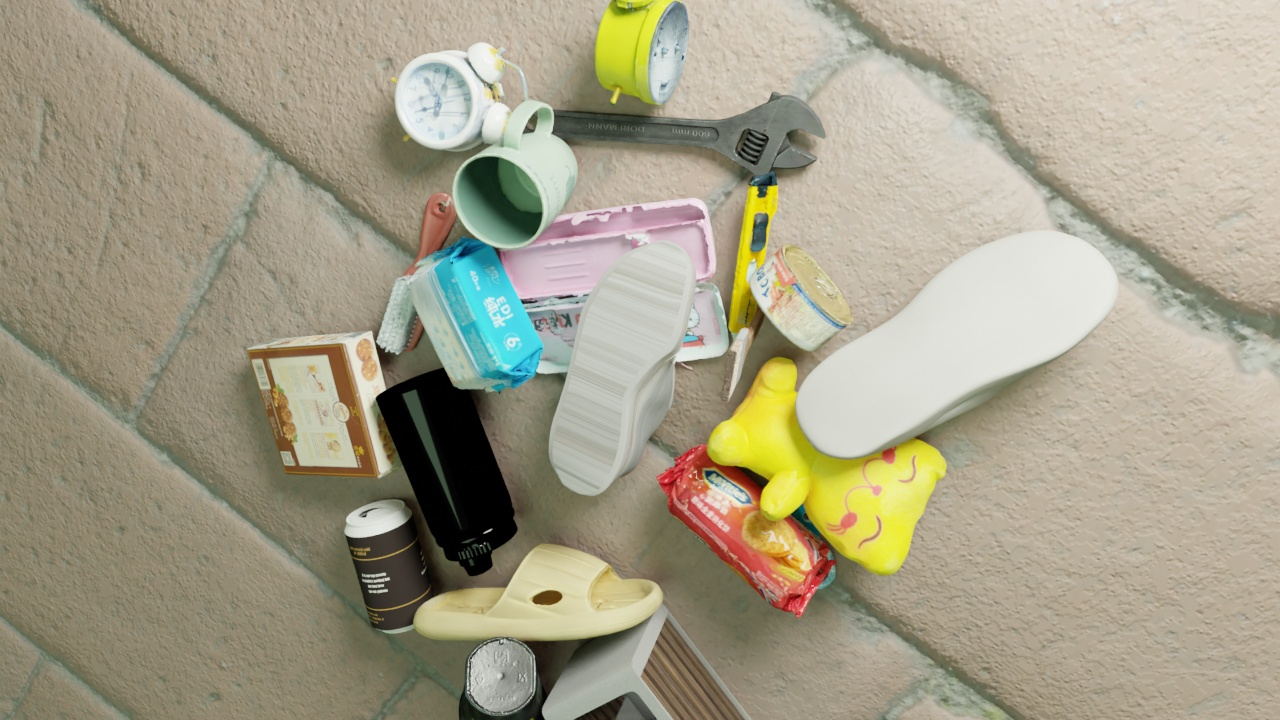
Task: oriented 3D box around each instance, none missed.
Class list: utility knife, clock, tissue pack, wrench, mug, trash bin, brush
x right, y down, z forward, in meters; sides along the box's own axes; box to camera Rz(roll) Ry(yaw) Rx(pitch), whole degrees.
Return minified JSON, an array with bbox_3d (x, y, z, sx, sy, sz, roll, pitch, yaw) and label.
[{"bbox_3d":[0.097,-0.085,0.796,0.030,0.017,0.159,-4,120,-19],"label":"utility knife"},{"bbox_3d":[-0.158,-0.233,0.816,0.125,0.051,0.089,-6,104,15],"label":"clock"},{"bbox_3d":[-0.151,-0.037,0.846,0.093,0.061,0.144,-17,101,47],"label":"tissue pack"},{"bbox_3d":[0.021,-0.198,0.789,0.273,0.018,0.073,8,118,16],"label":"wrench"},{"bbox_3d":[-0.098,-0.165,0.781,0.084,0.103,0.111,18,124,10],"label":"mug"},{"bbox_3d":[0.029,0.383,0.920,0.115,0.114,0.229,-35,95,23],"label":"trash bin"},{"bbox_3d":[0.089,-0.017,0.760,0.008,0.142,0.045,14,119,13],"label":"brush"},{"bbox_3d":[0.005,-0.266,0.740,0.057,0.083,0.119,18,113,17],"label":"clock"},{"bbox_3d":[-0.218,-0.082,0.892,0.041,0.030,0.173,27,112,7],"label":"brush"}]

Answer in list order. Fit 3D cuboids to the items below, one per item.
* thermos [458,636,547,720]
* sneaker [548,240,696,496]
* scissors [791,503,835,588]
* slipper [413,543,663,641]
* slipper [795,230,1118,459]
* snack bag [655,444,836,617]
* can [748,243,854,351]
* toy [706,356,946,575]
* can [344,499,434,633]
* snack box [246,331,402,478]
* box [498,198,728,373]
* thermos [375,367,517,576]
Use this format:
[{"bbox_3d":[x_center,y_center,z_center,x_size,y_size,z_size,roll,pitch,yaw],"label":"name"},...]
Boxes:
[{"bbox_3d":[-0.139,0.338,0.921,0.098,0.098,0.221,24,150,8],"label":"thermos"},{"bbox_3d":[-0.005,0.005,0.818,0.099,0.089,0.236,27,106,17],"label":"sneaker"},{"bbox_3d":[0.146,0.147,0.868,0.118,0.013,0.140,11,110,17],"label":"scissors"},{"bbox_3d":[-0.111,0.229,0.916,0.262,0.111,0.079,-9,97,17],"label":"slipper"},{"bbox_3d":[0.254,-0.001,0.752,0.266,0.080,0.113,-35,61,6],"label":"slipper"},{"bbox_3d":[0.095,0.151,0.843,0.176,0.082,0.082,42,113,8],"label":"snack bag"},{"bbox_3d":[0.134,-0.053,0.767,0.043,0.086,0.086,-42,92,25],"label":"can"},{"bbox_3d":[0.155,0.095,0.801,0.194,0.087,0.134,30,71,4],"label":"toy"},{"bbox_3d":[-0.266,0.220,0.979,0.072,0.071,0.128,-6,105,18],"label":"can"},{"bbox_3d":[-0.322,0.047,0.941,0.147,0.041,0.143,-3,106,30],"label":"snack box"},{"bbox_3d":[-0.025,-0.064,0.839,0.201,0.037,0.153,-5,115,18],"label":"box"},{"bbox_3d":[-0.185,0.113,0.913,0.086,0.086,0.198,-15,102,20],"label":"thermos"}]
